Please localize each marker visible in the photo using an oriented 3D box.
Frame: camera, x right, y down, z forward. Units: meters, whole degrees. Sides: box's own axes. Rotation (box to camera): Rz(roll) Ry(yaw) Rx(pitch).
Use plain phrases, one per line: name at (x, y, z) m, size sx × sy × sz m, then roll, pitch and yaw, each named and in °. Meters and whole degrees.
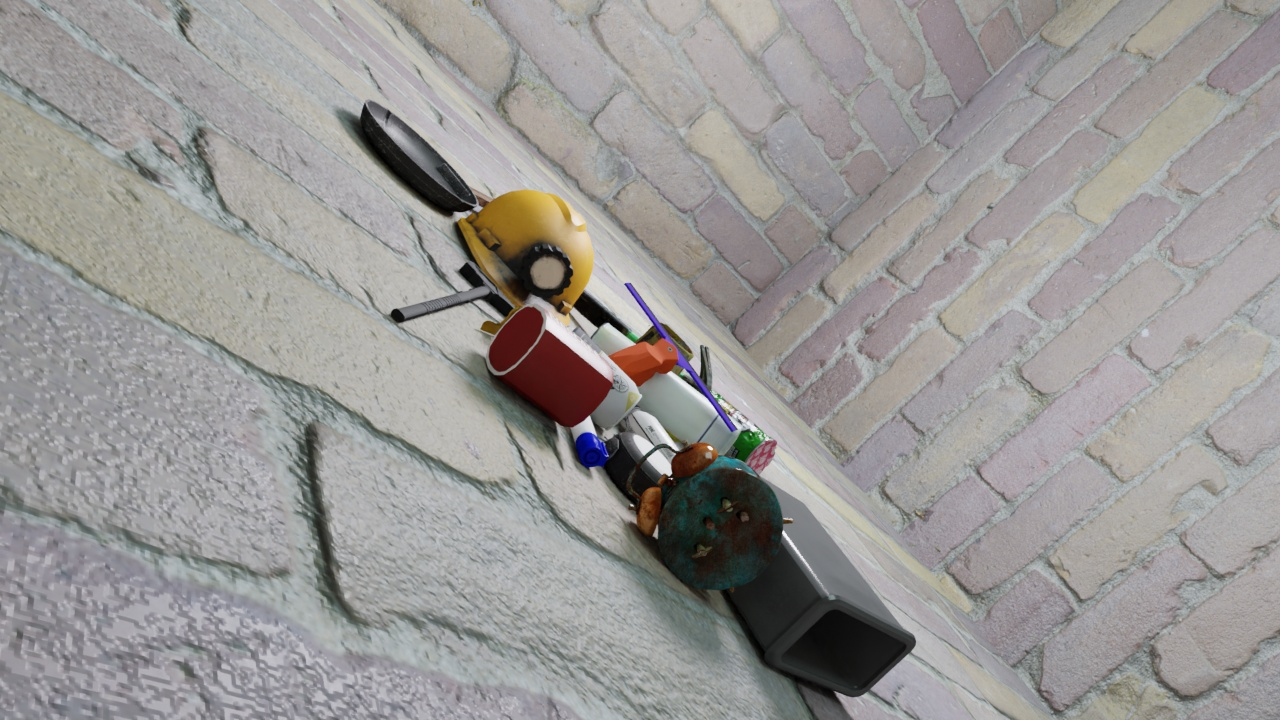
marker at (-0.060, 0.066, 0.949) m, size 0.027 × 0.023 × 0.133 m, roll 21°, pitch 19°, yaw -22°

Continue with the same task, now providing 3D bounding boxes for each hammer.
hammer at (-0.188, -0.057, 0.943) m, size 0.095 × 0.015 × 0.324 m, roll 46°, pitch 10°, yaw -3°
hammer at (-0.021, -0.034, 1.383) m, size 0.319 × 0.130 × 0.032 m, roll 40°, pitch 13°, yaw 24°

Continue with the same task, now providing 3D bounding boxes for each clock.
clock at (0.060, 0.143, 0.870) m, size 0.157 × 0.121 × 0.073 m, roll 38°, pitch 7°, yaw -11°
clock at (0.000, 0.111, 0.965) m, size 0.123 × 0.044 × 0.091 m, roll 47°, pitch 9°, yaw 5°

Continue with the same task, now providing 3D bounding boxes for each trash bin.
trash bin at (0.163, 0.232, 0.993) m, size 0.191 × 0.098 × 0.219 m, roll 34°, pitch 14°, yaw -40°

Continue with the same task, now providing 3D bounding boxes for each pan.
pan at (-0.282, -0.262, 1.344) m, size 0.207 × 0.040 × 0.356 m, roll 50°, pitch 9°, yaw 24°

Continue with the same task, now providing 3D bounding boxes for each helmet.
helmet at (-0.137, -0.162, 1.271) m, size 0.205 × 0.131 × 0.255 m, roll 42°, pitch 9°, yaw -23°

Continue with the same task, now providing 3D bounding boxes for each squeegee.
squeegee at (-0.007, 0.007, 1.132) m, size 0.184 × 0.055 × 0.249 m, roll -20°, pitch 66°, yaw -38°

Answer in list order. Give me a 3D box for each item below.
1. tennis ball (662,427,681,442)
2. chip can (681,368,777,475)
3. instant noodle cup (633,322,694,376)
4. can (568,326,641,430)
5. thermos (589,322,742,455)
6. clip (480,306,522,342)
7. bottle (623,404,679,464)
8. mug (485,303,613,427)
tennis ball at (0.055, 0.082, 1.282) m, size 0.065 × 0.065 × 0.065 m, roll 45°, pitch 9°, yaw -9°
chip can at (0.101, 0.082, 1.368) m, size 0.223 × 0.075 × 0.075 m, roll 41°, pitch 5°, yaw 33°
instant noodle cup at (0.013, 0.007, 1.280) m, size 0.102 × 0.108 × 0.102 m, roll 43°, pitch 11°, yaw -11°
can at (-0.053, 0.024, 1.038) m, size 0.127 × 0.064 × 0.064 m, roll 45°, pitch 9°, yaw -5°
thermos at (0.025, 0.044, 1.201) m, size 0.230 × 0.068 × 0.068 m, roll 38°, pitch 9°, yaw 4°
clip at (-0.142, -0.036, 0.979) m, size 0.046 × 0.048 × 0.054 m, roll 5°, pitch -9°, yaw 25°
bottle at (0.012, 0.095, 1.104) m, size 0.041 × 0.041 × 0.116 m, roll 34°, pitch 15°, yaw -52°
mug at (-0.095, -0.001, 0.918) m, size 0.096 × 0.080 × 0.116 m, roll 41°, pitch 4°, yaw -32°
